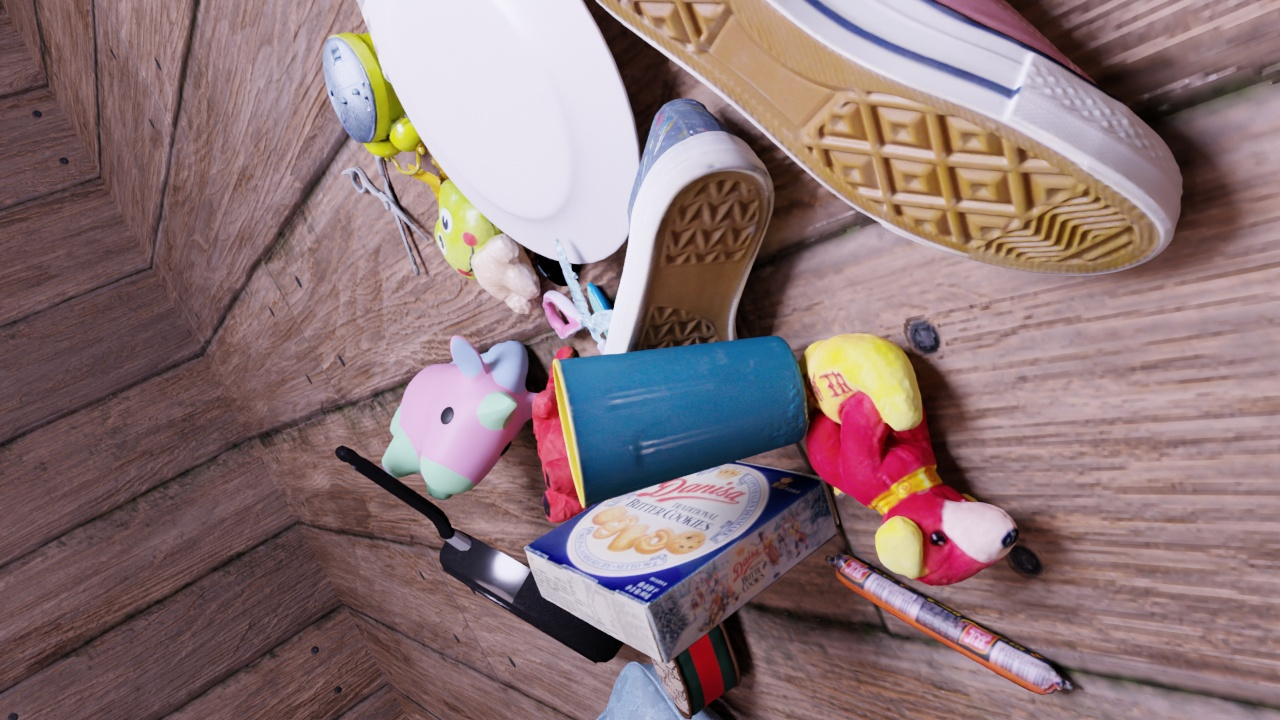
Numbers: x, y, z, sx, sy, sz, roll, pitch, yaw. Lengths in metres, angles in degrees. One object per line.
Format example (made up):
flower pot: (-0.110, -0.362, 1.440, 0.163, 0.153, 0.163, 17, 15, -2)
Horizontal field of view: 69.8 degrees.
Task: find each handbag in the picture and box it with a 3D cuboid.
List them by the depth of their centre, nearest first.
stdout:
handbag: (0.017, 0.208, 0.765, 0.138, 0.063, 0.166, 21, 134, 61)
handbag: (0.044, 0.363, 0.813, 0.192, 0.118, 0.122, 38, 105, 49)

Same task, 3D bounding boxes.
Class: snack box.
snack box: (0.023, 0.114, 0.578, 0.145, 0.144, 0.042, 4, 118, 56)

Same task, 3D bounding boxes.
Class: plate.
plate: (-0.094, -0.159, 0.552, 0.242, 0.016, 0.243, 36, 149, 25)

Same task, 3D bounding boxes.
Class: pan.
pan: (-0.153, 0.189, 0.859, 0.204, 0.044, 0.355, 9, 152, 50)

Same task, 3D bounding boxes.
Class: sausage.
sausage: (0.166, 0.146, 0.517, 0.155, 0.020, 0.020, 23, 135, 46)

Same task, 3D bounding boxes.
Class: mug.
mug: (0.021, 0.026, 0.481, 0.078, 0.121, 0.078, 168, 91, -81)

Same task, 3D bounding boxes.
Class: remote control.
remote control: (-0.052, -0.097, 0.615, 0.041, 0.020, 0.152, 52, 156, 13)

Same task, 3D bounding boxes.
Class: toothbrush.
toothbrush: (-0.004, 0.004, 0.648, 0.135, 0.017, 0.022, 57, 162, 3)

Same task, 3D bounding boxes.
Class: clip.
clip: (-0.165, -0.143, 0.749, 0.054, 0.045, 0.048, 28, 113, 41)

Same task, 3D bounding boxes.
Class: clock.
clock: (-0.202, -0.201, 0.717, 0.083, 0.056, 0.119, 8, 118, 52)

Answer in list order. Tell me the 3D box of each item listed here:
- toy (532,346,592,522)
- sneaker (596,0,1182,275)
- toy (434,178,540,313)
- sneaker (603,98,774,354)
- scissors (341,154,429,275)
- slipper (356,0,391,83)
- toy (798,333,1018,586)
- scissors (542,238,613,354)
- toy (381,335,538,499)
toy: (-0.037, 0.054, 0.715, 0.088, 0.094, 0.132, 101, 159, -60)
sneaker: (0.088, -0.121, 0.328, 0.241, 0.087, 0.118, 33, 161, -2)
toy: (-0.120, -0.084, 0.718, 0.118, 0.043, 0.092, 49, 148, 14)
sneaker: (0.015, -0.041, 0.524, 0.236, 0.087, 0.079, 97, 157, -50)
scissors: (-0.246, -0.157, 0.875, 0.175, 0.014, 0.142, 30, 137, 43)
slipper: (-0.147, -0.221, 0.631, 0.272, 0.054, 0.115, 63, 155, -9)
toy: (0.121, 0.050, 0.461, 0.137, 0.067, 0.106, 60, 159, 16)
scissors: (-0.026, -0.008, 0.638, 0.168, 0.014, 0.171, 58, 164, -6)
toy: (-0.159, 0.040, 0.830, 0.120, 0.171, 0.222, 33, -166, -23)
